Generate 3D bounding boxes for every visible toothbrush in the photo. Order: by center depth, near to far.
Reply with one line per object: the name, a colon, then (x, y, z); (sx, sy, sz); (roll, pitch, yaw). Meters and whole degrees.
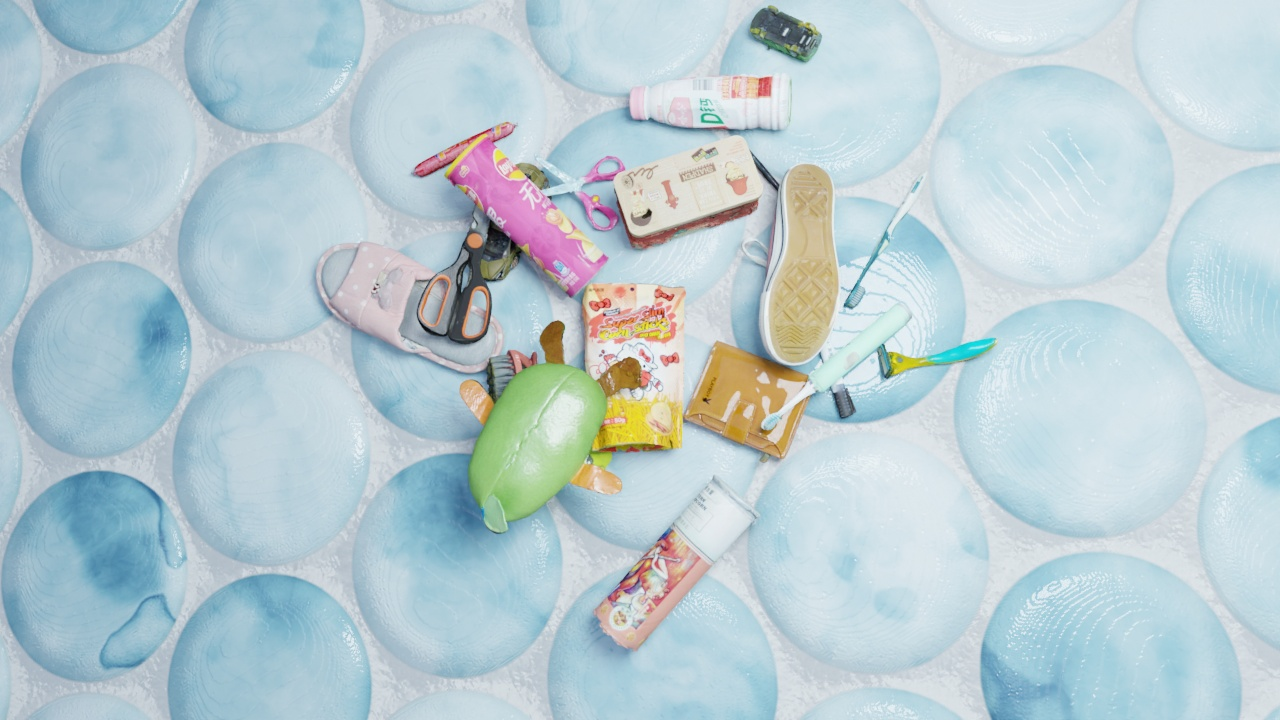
toothbrush: (0.226, 0.008, 1.065); (0.224, 0.027, 0.026); (-38, 105, -8)
toothbrush: (0.298, -0.145, 1.101); (0.018, 0.016, 0.191); (31, 88, 1)
toothbrush: (0.170, -0.207, 1.129); (0.018, 0.015, 0.181); (-38, 79, 11)

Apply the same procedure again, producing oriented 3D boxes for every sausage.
sausage: (-0.230, -0.277, 1.197); (0.156, 0.020, 0.020); (-25, 79, 4)

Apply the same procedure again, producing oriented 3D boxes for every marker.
marker: (0.229, 0.004, 1.091); (0.022, 0.018, 0.130); (-12, 80, -15)

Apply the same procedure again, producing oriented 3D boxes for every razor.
razor: (0.347, -0.007, 1.068); (0.133, 0.028, 0.043); (-12, 50, 9)

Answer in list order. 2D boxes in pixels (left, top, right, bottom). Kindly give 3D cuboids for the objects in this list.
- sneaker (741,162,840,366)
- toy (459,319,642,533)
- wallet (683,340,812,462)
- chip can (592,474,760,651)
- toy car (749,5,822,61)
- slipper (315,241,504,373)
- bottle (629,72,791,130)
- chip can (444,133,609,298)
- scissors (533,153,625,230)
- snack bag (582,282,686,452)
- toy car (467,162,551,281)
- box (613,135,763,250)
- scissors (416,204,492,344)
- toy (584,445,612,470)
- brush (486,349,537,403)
sneaker: (0.181, -0.107, 1.077); (0.118, 0.088, 0.240); (6, 79, -5)
toy: (-0.112, 0.079, 1.044); (0.227, 0.090, 0.246); (31, 80, 18)
wallet: (0.128, 0.053, 1.094); (0.131, 0.035, 0.119); (22, 79, 11)
chip can: (0.041, 0.235, 1.061); (0.071, 0.071, 0.214); (42, 91, 11)
toy car: (0.181, -0.405, 1.143); (0.091, 0.036, 0.043); (31, 89, 10)
slipper: (-0.297, -0.068, 1.161); (0.274, 0.054, 0.114); (28, 87, 10)
bottle: (0.086, -0.318, 1.133); (0.197, 0.068, 0.068); (2, 83, 13)
chip can: (-0.135, -0.173, 1.107); (0.210, 0.071, 0.071); (44, 90, -9)
scissors: (-0.074, -0.224, 1.152); (0.133, 0.017, 0.125); (37, 82, -8)
snack bag: (-0.007, 0.006, 1.103); (0.128, 0.073, 0.207); (-1, 76, 0)
toy car: (-0.169, -0.176, 1.164); (0.070, 0.042, 0.158); (25, 89, 11)
box: (0.057, -0.198, 1.120); (0.168, 0.079, 0.091); (-18, 79, 0)
scissors: (-0.195, -0.129, 1.137); (0.136, 0.022, 0.234); (36, 80, -8)
toy: (-0.071, 0.089, 1.116); (0.096, 0.031, 0.100); (32, 79, -2)
brush: (-0.148, 0.058, 1.122); (0.069, 0.063, 0.145); (-3, 79, -23)
